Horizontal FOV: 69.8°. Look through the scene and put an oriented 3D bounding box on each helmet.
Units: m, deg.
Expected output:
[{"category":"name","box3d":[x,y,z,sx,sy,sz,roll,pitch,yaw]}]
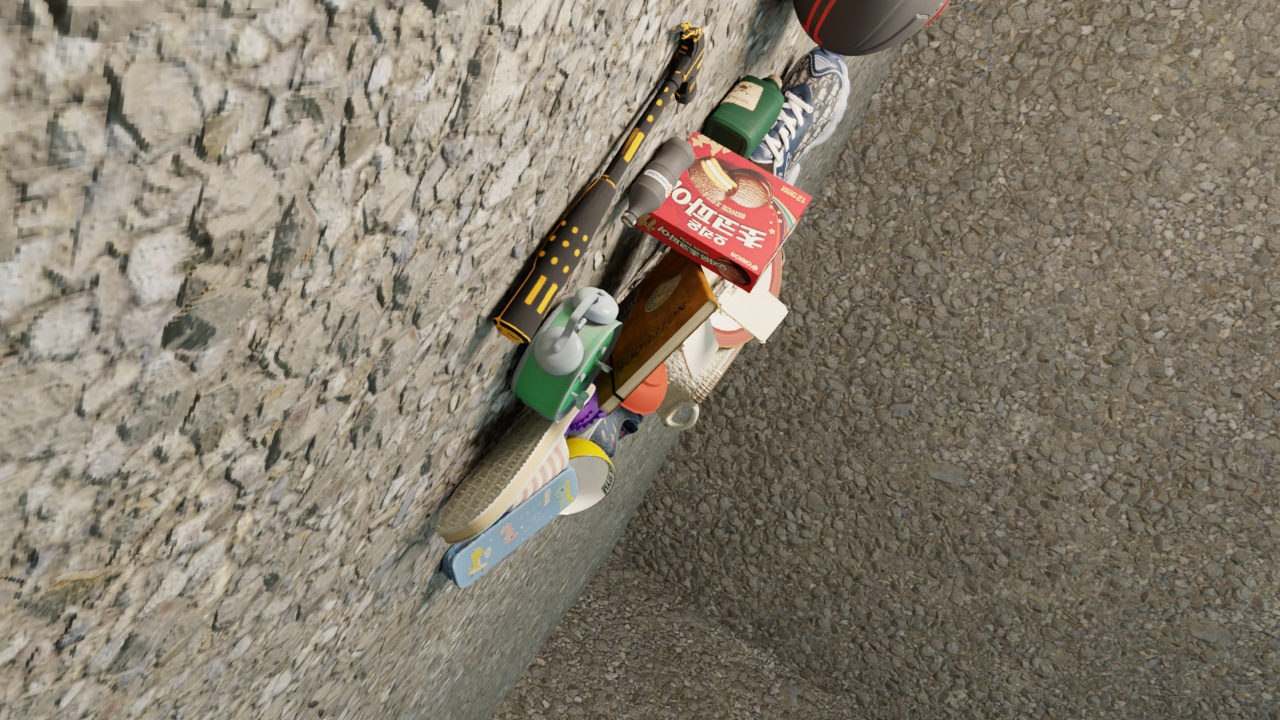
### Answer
[{"category":"helmet","box3d":[0.250,-0.423,0.982,0.169,0.164,0.265,-40,174,-29]}]

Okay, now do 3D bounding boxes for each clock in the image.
[{"category":"clock","box3d":[-0.067,-0.009,0.918,0.121,0.075,0.162,-53,174,-33]}]

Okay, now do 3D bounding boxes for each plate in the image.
[{"category":"plate","box3d":[0.124,-0.134,1.326,0.229,0.021,0.230,-5,98,-42]}]

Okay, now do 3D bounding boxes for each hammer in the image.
[{"category":"hammer","box3d":[-0.029,-0.153,0.789,0.320,0.036,0.123,-59,171,-13]}]

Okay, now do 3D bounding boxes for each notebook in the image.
[{"category":"notebook","box3d":[0.004,-0.043,1.027,0.179,0.014,0.249,-45,-162,14]}]

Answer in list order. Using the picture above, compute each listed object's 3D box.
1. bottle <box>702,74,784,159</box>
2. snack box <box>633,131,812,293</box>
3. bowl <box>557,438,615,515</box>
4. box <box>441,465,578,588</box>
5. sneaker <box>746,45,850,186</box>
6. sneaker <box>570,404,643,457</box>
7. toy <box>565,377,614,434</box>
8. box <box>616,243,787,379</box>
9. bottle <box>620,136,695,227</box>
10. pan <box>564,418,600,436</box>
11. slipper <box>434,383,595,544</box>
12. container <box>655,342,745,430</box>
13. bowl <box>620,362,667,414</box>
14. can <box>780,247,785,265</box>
[{"category":"bottle","box3d":[0.131,-0.296,1.094,0.131,0.061,0.061,-54,173,-29]},{"category":"snack box","box3d":[0.090,-0.166,1.014,0.132,0.152,0.036,-54,170,-29]},{"category":"bowl","box3d":[-0.101,0.154,1.286,0.117,0.067,0.117,-14,133,-16]},{"category":"box","box3d":[-0.156,0.207,1.155,0.209,0.049,0.066,-38,156,-35]},{"category":"sneaker","box3d":[0.204,-0.325,1.338,0.132,0.103,0.270,-38,163,-49]},{"category":"sneaker","box3d":[-0.025,0.076,1.475,0.234,0.079,0.088,-46,166,-54]},{"category":"toy","box3d":[-0.070,0.052,1.153,0.088,0.055,0.106,-41,135,16]},{"category":"box","box3d":[0.073,-0.064,1.192,0.145,0.185,0.095,-48,177,-20]},{"category":"bottle","box3d":[0.015,-0.179,0.929,0.109,0.036,0.036,-55,171,-21]},{"category":"pan","box3d":[-0.008,-0.039,1.285,0.356,0.041,0.179,-56,171,-15]},{"category":"slipper","box3d":[-0.123,0.107,0.987,0.115,0.052,0.262,-21,-158,39]},{"category":"container","box3d":[0.082,-0.026,1.434,0.245,0.143,0.185,-54,-175,-33]},{"category":"bowl","box3d":[-0.007,0.007,1.158,0.035,0.122,0.121,-38,-176,32]},{"category":"can","box3d":[0.175,-0.179,1.546,0.129,0.130,0.044,-49,167,-48]}]
